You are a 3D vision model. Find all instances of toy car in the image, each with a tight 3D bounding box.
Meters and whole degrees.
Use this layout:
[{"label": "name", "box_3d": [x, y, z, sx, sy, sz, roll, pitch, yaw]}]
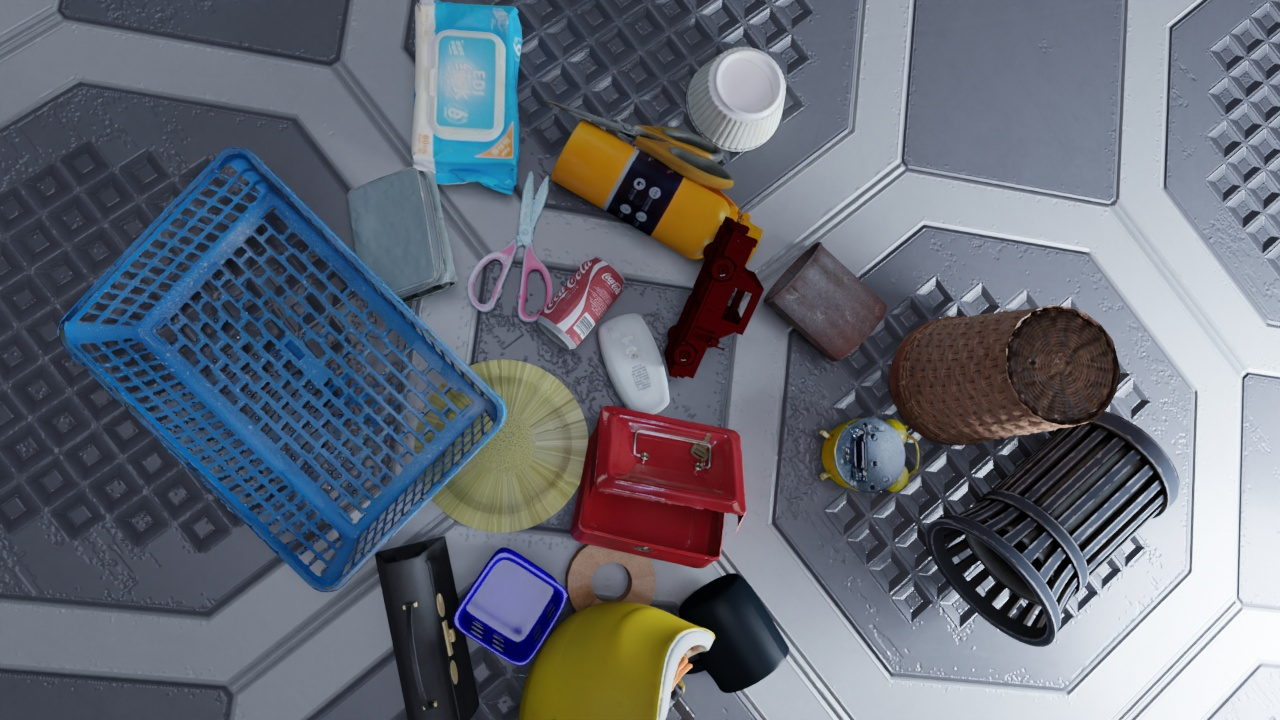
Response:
[{"label": "toy car", "box_3d": [0.082, -0.061, 0.974, 0.062, 0.070, 0.170, 18, 112, -12]}]

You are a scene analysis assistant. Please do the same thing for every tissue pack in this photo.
[{"label": "tissue pack", "box_3d": [-0.187, -0.284, 0.990, 0.117, 0.066, 0.209, 1, 85, -9]}]

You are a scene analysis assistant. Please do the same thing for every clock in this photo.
[{"label": "clock", "box_3d": [0.259, 0.106, 1.023, 0.118, 0.057, 0.083, 1, 82, -9]}]

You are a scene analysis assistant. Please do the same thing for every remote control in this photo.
[{"label": "remote control", "box_3d": [-0.006, 0.006, 1.003, 0.060, 0.028, 0.114, -22, 87, -12]}]

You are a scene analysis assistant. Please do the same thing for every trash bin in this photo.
[{"label": "trash bin", "box_3d": [0.454, 0.171, 1.000, 0.227, 0.164, 0.164, -36, 90, -15]}, {"label": "trash bin", "box_3d": [0.379, 0.012, 0.977, 0.151, 0.210, 0.151, 1, 82, -10]}]

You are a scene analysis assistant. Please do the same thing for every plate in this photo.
[{"label": "plate", "box_3d": [-0.145, 0.089, 0.966, 0.184, 0.036, 0.184, 1, 83, -10]}]

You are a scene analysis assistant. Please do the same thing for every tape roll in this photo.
[{"label": "tape roll", "box_3d": [-0.032, 0.234, 0.973, 0.094, 0.027, 0.094, 1, 83, -10]}]

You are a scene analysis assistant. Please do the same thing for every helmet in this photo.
[{"label": "helmet", "box_3d": [-0.045, 0.335, 0.881, 0.140, 0.208, 0.240, 27, 115, 14]}]

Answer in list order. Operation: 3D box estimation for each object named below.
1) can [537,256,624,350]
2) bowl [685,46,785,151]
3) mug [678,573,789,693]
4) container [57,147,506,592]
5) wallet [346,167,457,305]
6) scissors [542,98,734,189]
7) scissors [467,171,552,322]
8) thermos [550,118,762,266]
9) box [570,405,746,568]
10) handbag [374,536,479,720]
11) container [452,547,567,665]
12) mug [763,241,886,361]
[{"label": "can", "box_3d": [-0.063, -0.062, 0.989, 0.054, 0.054, 0.096, 40, 79, -3]}, {"label": "bowl", "box_3d": [0.114, -0.303, 1.043, 0.115, 0.062, 0.115, 1, 83, -9]}, {"label": "mug", "box_3d": [0.080, 0.291, 0.965, 0.122, 0.085, 0.094, -32, 89, 17]}, {"label": "container", "box_3d": [-0.334, 0.009, 0.894, 0.257, 0.089, 0.362, -45, 92, 3]}, {"label": "wallet", "box_3d": [-0.249, -0.128, 0.955, 0.100, 0.054, 0.131, -14, 85, 16]}, {"label": "scissors", "box_3d": [-0.002, -0.249, 1.000, 0.229, 0.016, 0.113, 19, 36, -16]}, {"label": "scissors", "box_3d": [-0.142, -0.132, 1.005, 0.101, 0.016, 0.178, 5, 83, -9]}, {"label": "thermos", "box_3d": [0.024, -0.181, 1.006, 0.232, 0.076, 0.091, 29, 85, -5]}, {"label": "box", "box_3d": [0.017, 0.133, 0.955, 0.157, 0.127, 0.136, 13, 44, -6]}, {"label": "handbag", "box_3d": [-0.204, 0.265, 0.854, 0.072, 0.196, 0.175, -12, 85, -11]}, {"label": "container", "box_3d": [-0.128, 0.239, 0.911, 0.084, 0.114, 0.085, 34, 79, -2]}, {"label": "mug", "box_3d": [0.212, -0.073, 1.029, 0.110, 0.097, 0.122, 46, 47, -7]}]
